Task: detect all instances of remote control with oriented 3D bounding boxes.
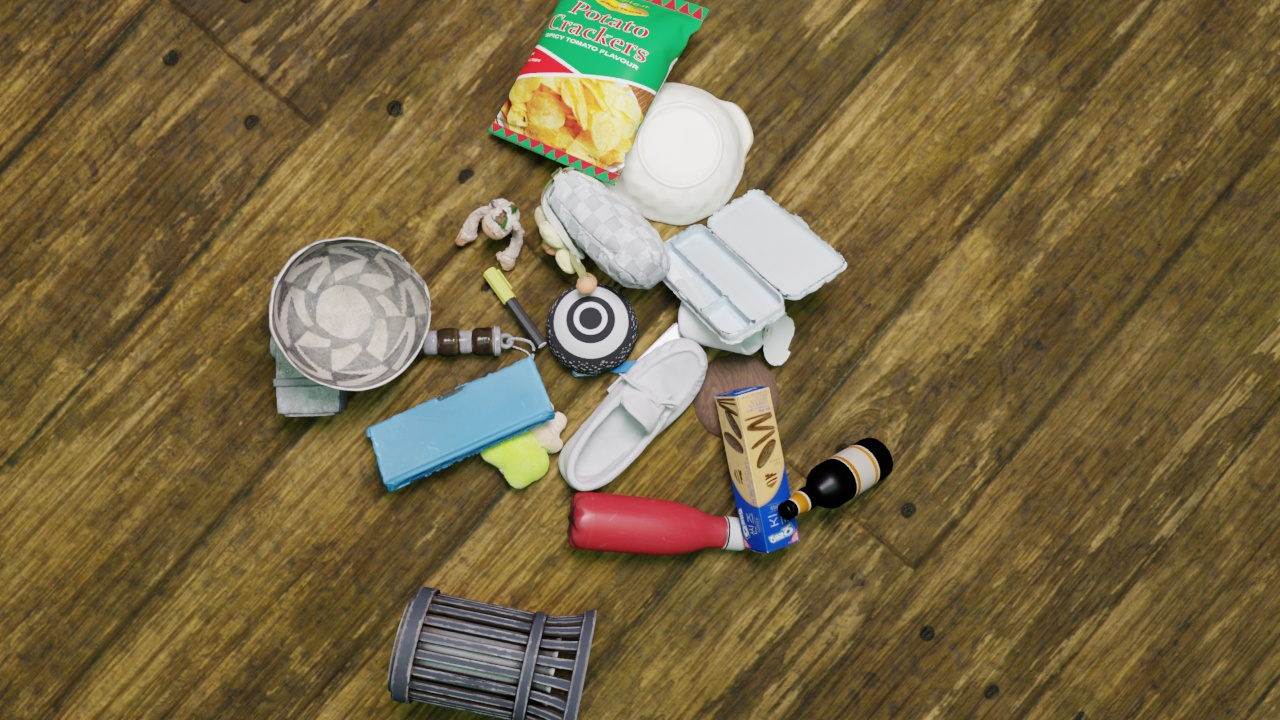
[{"bbox_3d":[0.013,0.006,1.220,0.131,0.012,0.033,-44,85,-3],"label":"remote control"}]

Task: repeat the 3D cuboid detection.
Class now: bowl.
[{"bbox_3d":[-0.063,-0.046,1.176,0.120,0.066,0.120,0,78,-1],"label":"bowl"},{"bbox_3d":[0.130,0.050,1.221,0.118,0.030,0.118,0,90,-4],"label":"bowl"},{"bbox_3d":[-0.345,-0.055,1.082,0.178,0.081,0.178,-1,92,-23],"label":"bowl"},{"bbox_3d":[0.048,-0.276,1.200,0.219,0.060,0.188,-25,92,-3],"label":"bowl"}]

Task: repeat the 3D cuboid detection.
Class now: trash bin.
[{"bbox_3d":[-0.182,0.371,1.137,0.227,0.164,0.164,12,89,-1],"label":"trash bin"}]

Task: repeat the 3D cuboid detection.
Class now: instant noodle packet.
[{"bbox_3d":[-0.057,-0.366,1.163,0.196,0.090,0.252,26,86,19],"label":"instant noodle packet"}]

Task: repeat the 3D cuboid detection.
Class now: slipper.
[{"bbox_3d":[-0.010,0.070,1.178,0.247,0.074,0.112,-45,119,1],"label":"slipper"}]

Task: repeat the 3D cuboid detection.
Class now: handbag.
[{"bbox_3d":[-0.051,-0.147,1.145,0.123,0.112,0.171,-46,75,3],"label":"handbag"}]

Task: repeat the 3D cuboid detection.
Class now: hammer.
[{"bbox_3d":[-0.299,-0.023,1.172,0.326,0.079,0.177,-2,90,-10],"label":"hammer"}]

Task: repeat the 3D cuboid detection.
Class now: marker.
[{"bbox_3d":[-0.161,-0.069,1.193,0.021,0.018,0.124,-29,78,-38],"label":"marker"}]

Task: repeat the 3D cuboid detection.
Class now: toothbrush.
[{"bbox_3d":[-0.007,0.007,1.206,0.166,0.014,0.016,-5,82,3],"label":"toothbrush"}]

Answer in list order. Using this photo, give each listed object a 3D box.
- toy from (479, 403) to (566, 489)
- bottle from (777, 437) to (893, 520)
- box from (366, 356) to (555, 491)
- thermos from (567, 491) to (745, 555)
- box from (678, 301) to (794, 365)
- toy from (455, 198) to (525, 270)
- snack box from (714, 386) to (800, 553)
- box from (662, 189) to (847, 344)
[{"bbox_3d":[-0.147,0.105,1.194,0.092,0.046,0.115,43,80,-4],"label":"toy"},{"bbox_3d":[0.245,0.158,1.176,0.181,0.059,0.059,-23,92,-33],"label":"bottle"},{"bbox_3d":[-0.225,0.083,1.171,0.231,0.052,0.093,-25,63,-3],"label":"box"},{"bbox_3d":[0.027,0.217,1.193,0.239,0.073,0.073,7,89,-12],"label":"thermos"},{"bbox_3d":[0.127,-0.045,1.210,0.106,0.150,0.080,16,85,37],"label":"box"},{"bbox_3d":[-0.176,-0.167,1.164,0.085,0.106,0.074,38,66,-11],"label":"toy"},{"bbox_3d":[0.149,0.139,1.171,0.056,0.057,0.207,-14,93,-28],"label":"snack box"},{"bbox_3d":[0.130,-0.124,1.158,0.188,0.037,0.208,-32,48,-12],"label":"box"}]
